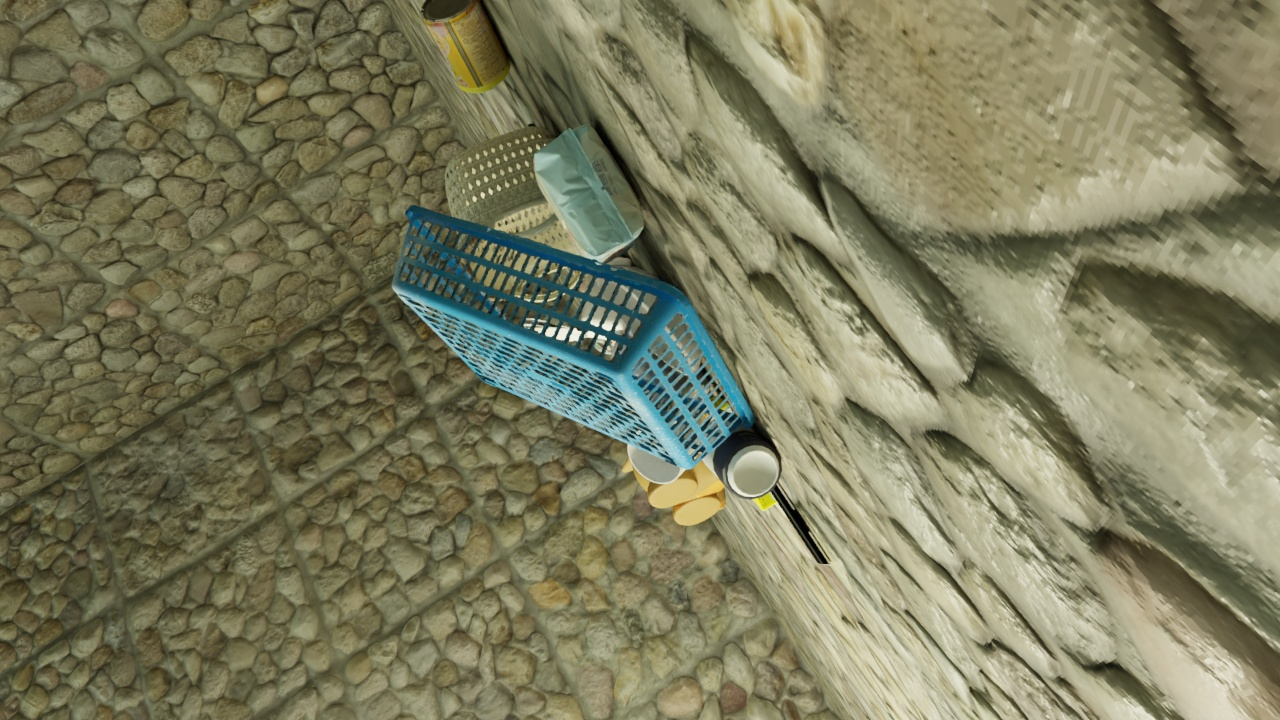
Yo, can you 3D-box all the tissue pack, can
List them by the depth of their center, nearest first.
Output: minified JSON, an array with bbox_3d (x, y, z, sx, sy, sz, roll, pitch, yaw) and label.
[{"bbox_3d":[-0.048,-0.152,0.883,0.112,0.070,0.182,58,178,-4],"label":"tissue pack"},{"bbox_3d":[0.104,0.102,0.999,0.064,0.064,0.127,59,176,-17],"label":"can"},{"bbox_3d":[-0.199,-0.367,1.052,0.067,0.067,0.105,55,175,38],"label":"can"}]

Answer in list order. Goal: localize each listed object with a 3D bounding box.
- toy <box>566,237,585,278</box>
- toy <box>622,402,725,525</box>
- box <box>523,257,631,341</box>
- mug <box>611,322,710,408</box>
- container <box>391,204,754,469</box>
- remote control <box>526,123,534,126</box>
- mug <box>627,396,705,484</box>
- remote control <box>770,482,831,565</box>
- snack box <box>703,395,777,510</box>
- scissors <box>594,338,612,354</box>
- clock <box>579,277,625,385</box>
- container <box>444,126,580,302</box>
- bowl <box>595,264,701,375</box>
[{"bbox_3d":[-0.082,-0.167,1.310,0.103,0.046,0.084,-113,7,-52],"label":"toy"},{"bbox_3d":[0.038,0.102,1.228,0.198,0.163,0.203,42,-160,-48],"label":"toy"},{"bbox_3d":[-0.086,-0.069,1.165,0.109,0.137,0.126,95,-177,-82],"label":"box"},{"bbox_3d":[0.022,0.003,1.110,0.104,0.083,0.124,55,173,27],"label":"mug"},{"bbox_3d":[-0.082,-0.015,0.946,0.363,0.089,0.257,21,159,33],"label":"container"},{"bbox_3d":[-0.117,-0.260,1.251,0.136,0.013,0.033,58,176,-5],"label":"remote control"},{"bbox_3d":[0.045,0.078,1.058,0.071,0.089,0.107,37,128,12],"label":"mug"},{"bbox_3d":[0.183,0.188,1.078,0.124,0.012,0.028,57,176,10],"label":"remote control"},{"bbox_3d":[0.122,0.112,1.112,0.148,0.029,0.040,59,176,-17],"label":"snack box"},{"bbox_3d":[0.002,0.011,1.203,0.141,0.014,0.173,40,-148,22],"label":"scissors"},{"bbox_3d":[-0.036,-0.048,1.342,0.160,0.086,0.131,68,164,-12],"label":"clock"},{"bbox_3d":[-0.143,-0.173,1.131,0.246,0.184,0.143,90,158,-77],"label":"container"},{"bbox_3d":[0.017,-0.051,0.962,0.149,0.043,0.150,45,171,9],"label":"bowl"}]
